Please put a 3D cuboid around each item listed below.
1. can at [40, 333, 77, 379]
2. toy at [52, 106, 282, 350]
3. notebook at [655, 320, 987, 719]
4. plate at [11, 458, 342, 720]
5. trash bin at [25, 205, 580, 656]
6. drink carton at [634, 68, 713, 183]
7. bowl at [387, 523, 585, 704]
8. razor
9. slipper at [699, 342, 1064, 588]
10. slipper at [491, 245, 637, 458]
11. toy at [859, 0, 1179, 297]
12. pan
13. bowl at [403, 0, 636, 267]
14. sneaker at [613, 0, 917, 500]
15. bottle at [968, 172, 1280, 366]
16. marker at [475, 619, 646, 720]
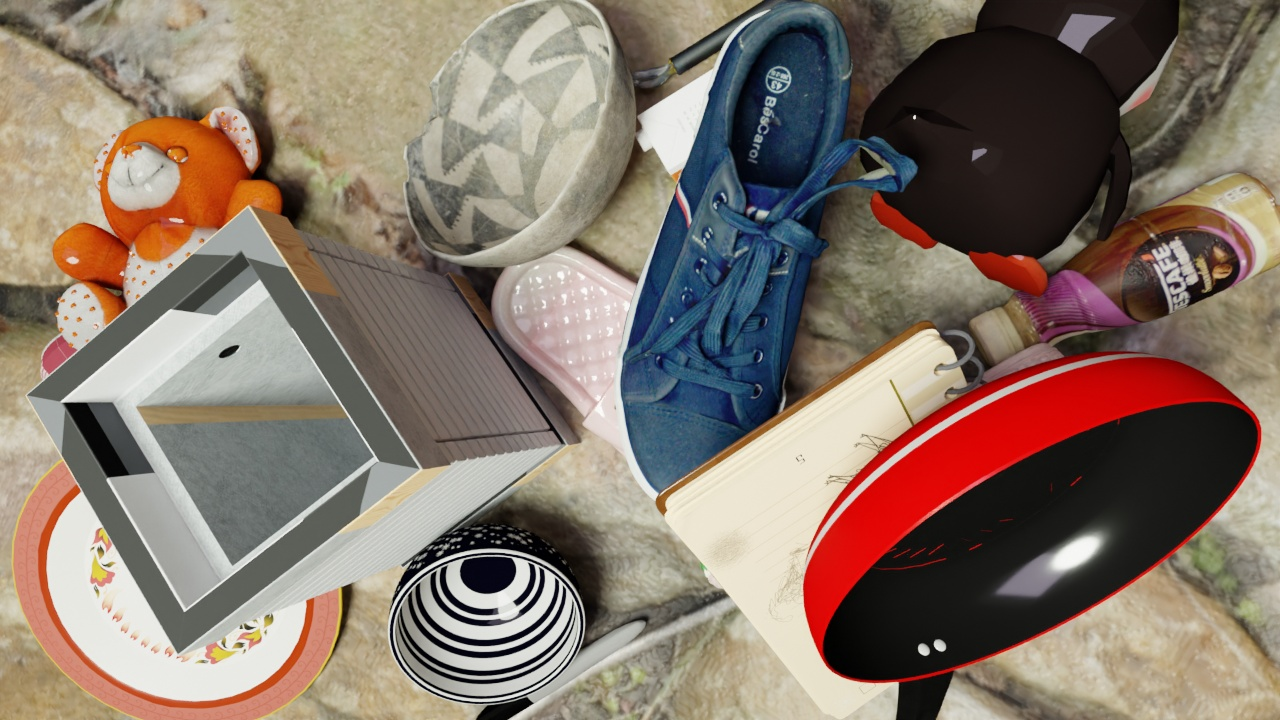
[{"bbox_3d":[-0.376,0.031,0.663,0.063,0.063,0.114,-43,80,7],"label":"can"},{"bbox_3d":[-0.325,-0.091,0.642,0.164,0.093,0.172,-10,83,5],"label":"toy"},{"bbox_3d":[0.129,0.097,0.490,0.167,0.225,0.024,-34,37,3],"label":"notebook"},{"bbox_3d":[-0.320,0.155,0.644,0.230,0.021,0.230,0,105,2],"label":"plate"},{"bbox_3d":[-0.163,0.036,0.523,0.142,0.246,0.142,-37,81,8],"label":"trash bin"},{"bbox_3d":[0.059,-0.158,0.579,0.122,0.058,0.040,-30,82,9],"label":"drink carton"},{"bbox_3d":[-0.098,0.152,0.592,0.120,0.066,0.120,-3,115,-8],"label":"bowl"},{"bbox_3d":[0.045,-0.210,0.606,0.144,0.022,0.042,-25,43,6],"label":"razor"},{"bbox_3d":[0.131,0.051,0.535,0.239,0.094,0.064,-32,65,5],"label":"slipper"},{"bbox_3d":[-0.003,0.003,0.589,0.221,0.055,0.107,38,94,11],"label":"slipper"},{"bbox_3d":[0.214,-0.156,0.504,0.159,0.140,0.184,36,88,37],"label":"toy"},{"bbox_3d":[0.159,0.131,0.466,0.208,0.357,0.067,-7,47,-20],"label":"pan"},{"bbox_3d":[-0.064,-0.134,0.585,0.179,0.081,0.178,-16,65,36],"label":"bowl"},{"bbox_3d":[0.058,-0.049,0.494,0.121,0.127,0.295,14,98,0],"label":"sneaker"},{"bbox_3d":[0.275,-0.046,0.530,0.166,0.059,0.059,-27,83,14],"label":"bottle"},{"bbox_3d":[-0.054,0.209,0.609,0.139,0.022,0.016,-34,76,10],"label":"marker"}]
